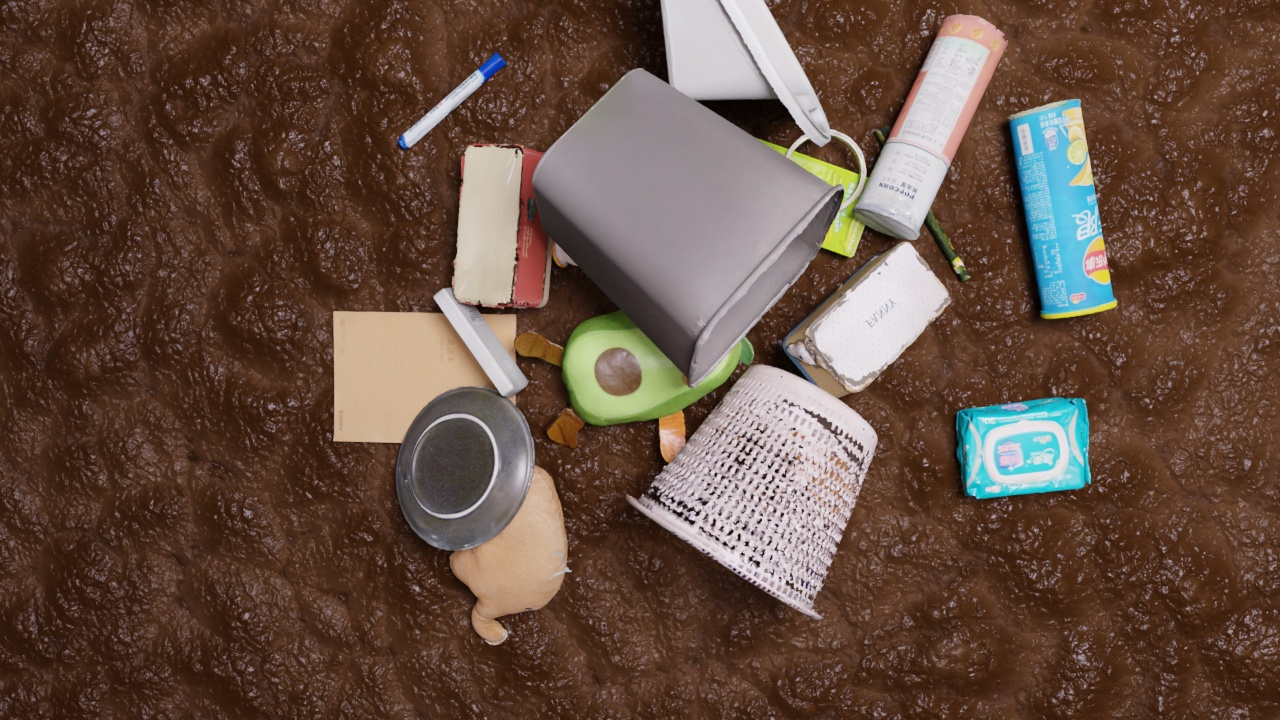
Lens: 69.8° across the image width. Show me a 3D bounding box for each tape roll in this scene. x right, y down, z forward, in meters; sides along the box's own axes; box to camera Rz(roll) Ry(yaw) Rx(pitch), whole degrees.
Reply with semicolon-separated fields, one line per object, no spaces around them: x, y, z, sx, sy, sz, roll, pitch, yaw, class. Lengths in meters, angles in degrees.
0.189;-0.194;0.948;0.086;0.014;0.086;0;95;4;tape roll

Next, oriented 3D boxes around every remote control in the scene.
-0.172;-0.020;0.993;0.019;0.056;0.135;-36;88;11;remote control

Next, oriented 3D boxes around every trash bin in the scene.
0.129;0.120;0.927;0.227;0.227;0.192;32;84;1;trash bin
0.036;-0.127;0.845;0.220;0.199;0.198;42;78;11;trash bin

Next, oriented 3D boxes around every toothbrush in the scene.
0.300;-0.166;0.969;0.017;0.012;0.186;-32;93;-4;toothbrush

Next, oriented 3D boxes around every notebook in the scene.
-0.245;0.020;1.038;0.211;0.012;0.149;1;95;5;notebook

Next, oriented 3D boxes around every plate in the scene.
-0.196;0.113;0.985;0.180;0.024;0.179;-6;75;24;plate

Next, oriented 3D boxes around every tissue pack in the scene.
0.404;0.092;0.969;0.133;0.050;0.093;-8;95;5;tissue pack

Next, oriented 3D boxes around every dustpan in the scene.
0.107;-0.332;0.870;0.143;0.222;0.258;1;107;17;dustpan

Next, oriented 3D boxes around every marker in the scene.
-0.206;-0.281;0.998;0.146;0.017;0.017;-39;92;8;marker

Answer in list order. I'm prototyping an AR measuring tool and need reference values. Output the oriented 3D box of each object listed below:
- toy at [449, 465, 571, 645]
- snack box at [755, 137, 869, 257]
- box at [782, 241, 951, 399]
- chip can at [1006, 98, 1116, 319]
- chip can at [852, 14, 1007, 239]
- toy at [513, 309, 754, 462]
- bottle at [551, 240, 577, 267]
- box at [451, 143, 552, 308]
-0.146;0.220;1.020;0.144;0.082;0.226;6;99;25;toy
0.165;-0.174;0.972;0.156;0.026;0.086;20;97;3;snack box
0.235;-0.044;0.932;0.184;0.061;0.090;-38;91;-23;box
0.426;-0.151;0.930;0.071;0.071;0.210;-11;95;6;chip can
0.290;-0.233;0.919;0.071;0.071;0.214;25;90;2;chip can
-0.006;0.006;0.976;0.247;0.089;0.227;-17;104;11;toy
-0.040;-0.127;0.978;0.108;0.063;0.063;-10;95;21;bottle
-0.148;-0.140;0.964;0.091;0.080;0.168;9;97;30;box
